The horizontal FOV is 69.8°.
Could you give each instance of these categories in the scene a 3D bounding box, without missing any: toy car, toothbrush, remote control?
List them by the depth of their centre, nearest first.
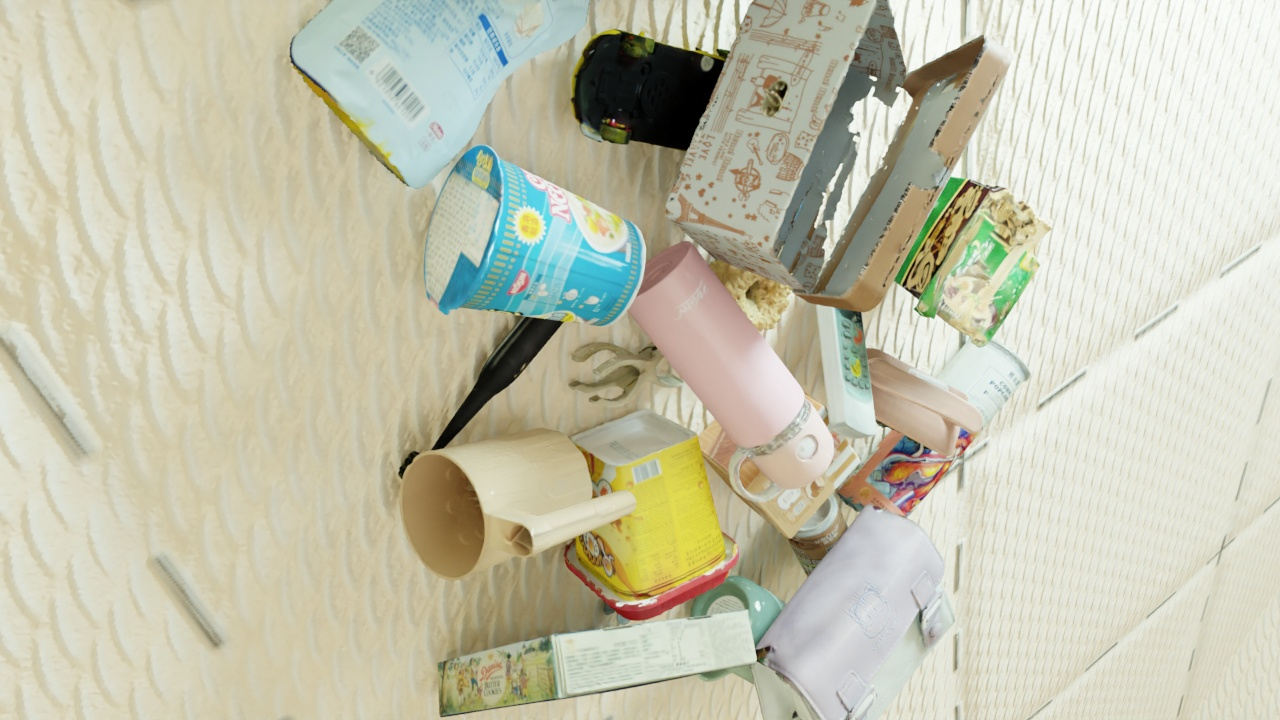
[{"bbox_3d":[0.016,-0.172,0.592,0.155,0.041,0.071,-4,117,-41],"label":"toy car"},{"bbox_3d":[-0.092,0.002,0.624,0.212,0.027,0.026,-50,148,-1],"label":"toothbrush"},{"bbox_3d":[0.170,-0.003,0.761,0.056,0.019,0.135,19,62,-48],"label":"remote control"}]

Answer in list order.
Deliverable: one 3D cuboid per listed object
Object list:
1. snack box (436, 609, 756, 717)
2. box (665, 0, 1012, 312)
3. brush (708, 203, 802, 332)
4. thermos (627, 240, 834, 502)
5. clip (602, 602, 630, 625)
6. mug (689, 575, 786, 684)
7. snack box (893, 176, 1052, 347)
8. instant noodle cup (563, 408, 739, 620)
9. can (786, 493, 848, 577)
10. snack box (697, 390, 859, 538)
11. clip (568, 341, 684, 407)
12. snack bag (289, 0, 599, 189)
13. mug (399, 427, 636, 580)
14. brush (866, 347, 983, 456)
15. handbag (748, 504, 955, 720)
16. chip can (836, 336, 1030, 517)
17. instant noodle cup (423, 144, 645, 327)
[{"bbox_3d":[-0.037,0.233,0.706,0.177,0.183,0.045,5,67,-38],"label":"snack box"},{"bbox_3d":[0.136,-0.126,0.594,0.148,0.158,0.181,21,93,-65],"label":"box"},{"bbox_3d":[0.119,-0.134,0.698,0.083,0.046,0.255,17,100,-37],"label":"brush"},{"bbox_3d":[0.061,0.016,0.669,0.087,0.067,0.198,-42,110,-10],"label":"thermos"},{"bbox_3d":[-0.017,0.200,0.800,0.024,0.028,0.056,-1,105,-39],"label":"clip"},{"bbox_3d":[0.091,0.265,0.875,0.112,0.082,0.106,-38,135,11],"label":"mug"},{"bbox_3d":[0.254,-0.093,0.770,0.118,0.105,0.117,22,102,-41],"label":"snack box"},{"bbox_3d":[0.002,0.113,0.705,0.115,0.116,0.124,-19,113,-27],"label":"instant noodle cup"},{"bbox_3d":[0.177,0.176,0.898,0.058,0.058,0.116,-40,132,-11],"label":"can"},{"bbox_3d":[0.117,0.079,0.785,0.094,0.077,0.093,-46,132,-6],"label":"snack box"},{"bbox_3d":[-0.007,0.015,0.691,0.103,0.034,0.076,-1,113,-45],"label":"clip"},{"bbox_3d":[-0.092,-0.194,0.504,0.191,0.039,0.110,-49,127,-8],"label":"snack bag"},{"bbox_3d":[-0.079,0.094,0.607,0.103,0.125,0.084,-11,104,-51],"label":"mug"},{"bbox_3d":[0.238,0.032,0.832,0.145,0.073,0.063,26,76,-22],"label":"brush"},{"bbox_3d":[0.194,0.250,0.834,0.196,0.098,0.145,-42,124,-26],"label":"handbag"},{"bbox_3d":[0.291,0.074,0.916,0.214,0.071,0.071,-48,133,-3],"label":"chip can"},{"bbox_3d":[-0.060,-0.065,0.553,0.109,0.099,0.099,13,107,-35],"label":"instant noodle cup"}]
